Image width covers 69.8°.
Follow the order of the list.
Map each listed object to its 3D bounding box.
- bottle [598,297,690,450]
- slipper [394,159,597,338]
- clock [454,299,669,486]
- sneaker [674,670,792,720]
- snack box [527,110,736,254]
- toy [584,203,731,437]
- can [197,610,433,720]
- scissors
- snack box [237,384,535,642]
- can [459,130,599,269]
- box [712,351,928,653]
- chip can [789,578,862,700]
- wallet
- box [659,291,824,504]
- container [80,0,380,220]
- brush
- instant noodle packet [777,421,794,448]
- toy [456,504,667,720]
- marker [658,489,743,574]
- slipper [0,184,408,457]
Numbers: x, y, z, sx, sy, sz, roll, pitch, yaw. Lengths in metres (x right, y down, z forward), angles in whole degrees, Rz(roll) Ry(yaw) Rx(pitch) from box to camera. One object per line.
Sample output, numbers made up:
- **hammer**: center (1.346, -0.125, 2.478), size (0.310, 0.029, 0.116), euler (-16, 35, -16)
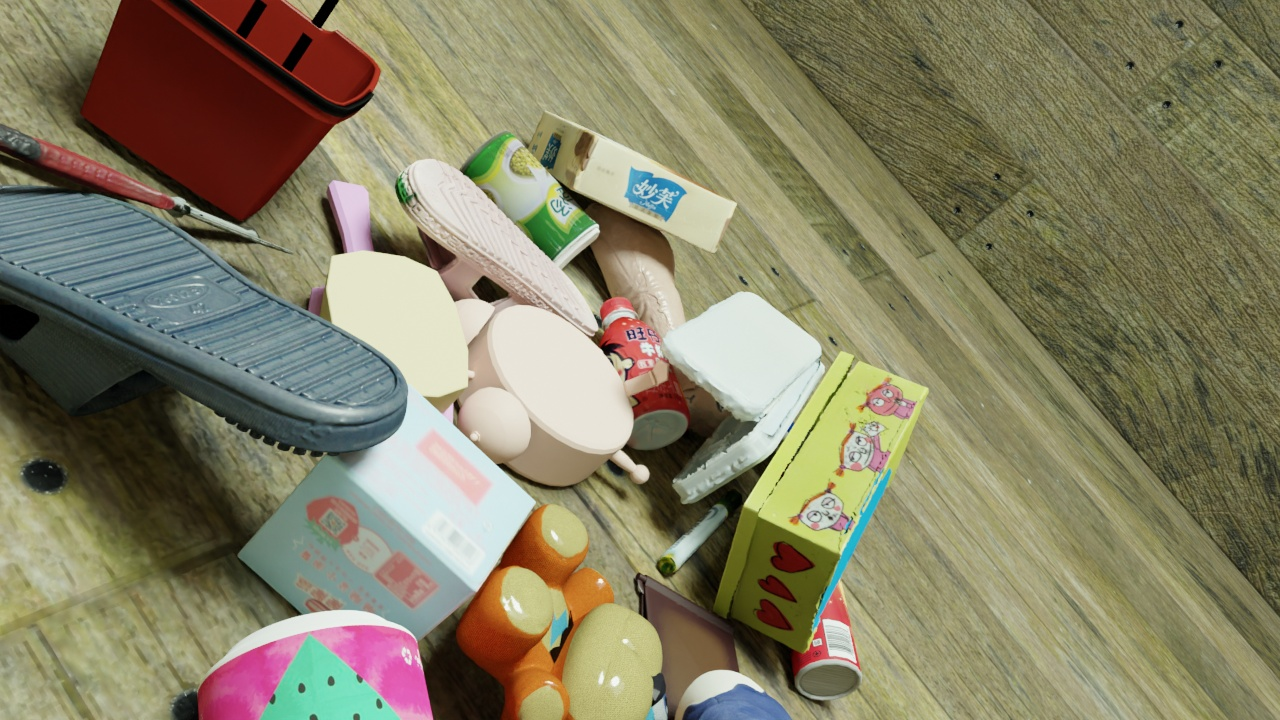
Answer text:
- **bottle**: center (-0.005, 0.005, 0.773), size (0.062, 0.062, 0.137), euler (20, 37, -41)
- **slipper**: center (-0.118, -0.070, 0.713), size (0.239, 0.064, 0.094), euler (38, 21, -55)
- **clock**: center (-0.064, 0.017, 0.659), size (0.160, 0.086, 0.131), euler (12, 43, -39)
- **sneaker**: center (0.080, 0.287, 0.517), size (0.233, 0.091, 0.118), euler (64, -6, -12)
- **snack box**: center (-0.016, -0.179, 0.899), size (0.153, 0.055, 0.207), euler (21, 12, -25)
- **toy**: center (0.034, -0.042, 0.891), size (0.195, 0.065, 0.264), euler (-6, 61, -59)
- **can**: center (-0.115, 0.186, 0.349), size (0.088, 0.088, 0.165), euler (16, 40, -44)
- **scissors**: center (-0.297, -0.101, 0.504), size (0.179, 0.015, 0.196), euler (21, -2, 0)
- **snack box**: center (-0.125, 0.084, 0.462), size (0.093, 0.095, 0.079), euler (44, 28, -6)
- **can**: center (-0.099, -0.138, 0.818), size (0.121, 0.067, 0.067), euler (47, 28, 0)
- **box**: center (0.142, 0.103, 0.714), size (0.083, 0.125, 0.220), euler (25, 42, 21)
- **chip can**: center (0.140, 0.174, 0.765), size (0.052, 0.052, 0.214), euler (34, 30, -24)
- **wallet**: center (0.033, 0.206, 0.615), size (0.091, 0.018, 0.115), euler (35, 27, -22)
- **box**: center (0.075, 0.031, 0.747), size (0.130, 0.106, 0.210), euler (43, 27, 11)
- **container**: center (-0.233, -0.206, 0.568), size (0.148, 0.201, 0.126), euler (36, 24, -20)
- **brush**: center (-0.175, -0.050, 0.606), size (0.089, 0.043, 0.228), euler (6, 47, -35)
- **instant noodle packet**: center (0.122, 0.052, 0.892), size (0.134, 0.026, 0.087), euler (52, 0, 28)
- **toy**: center (-0.035, 0.169, 0.478), size (0.112, 0.096, 0.176), euler (-62, 141, -64)
- **marker**: center (0.050, 0.134, 0.729), size (0.017, 0.017, 0.146), euler (51, 27, 7)
- **slipper**: center (-0.231, -0.005, 0.429), size (0.264, 0.083, 0.101), euler (26, 23, 14)
